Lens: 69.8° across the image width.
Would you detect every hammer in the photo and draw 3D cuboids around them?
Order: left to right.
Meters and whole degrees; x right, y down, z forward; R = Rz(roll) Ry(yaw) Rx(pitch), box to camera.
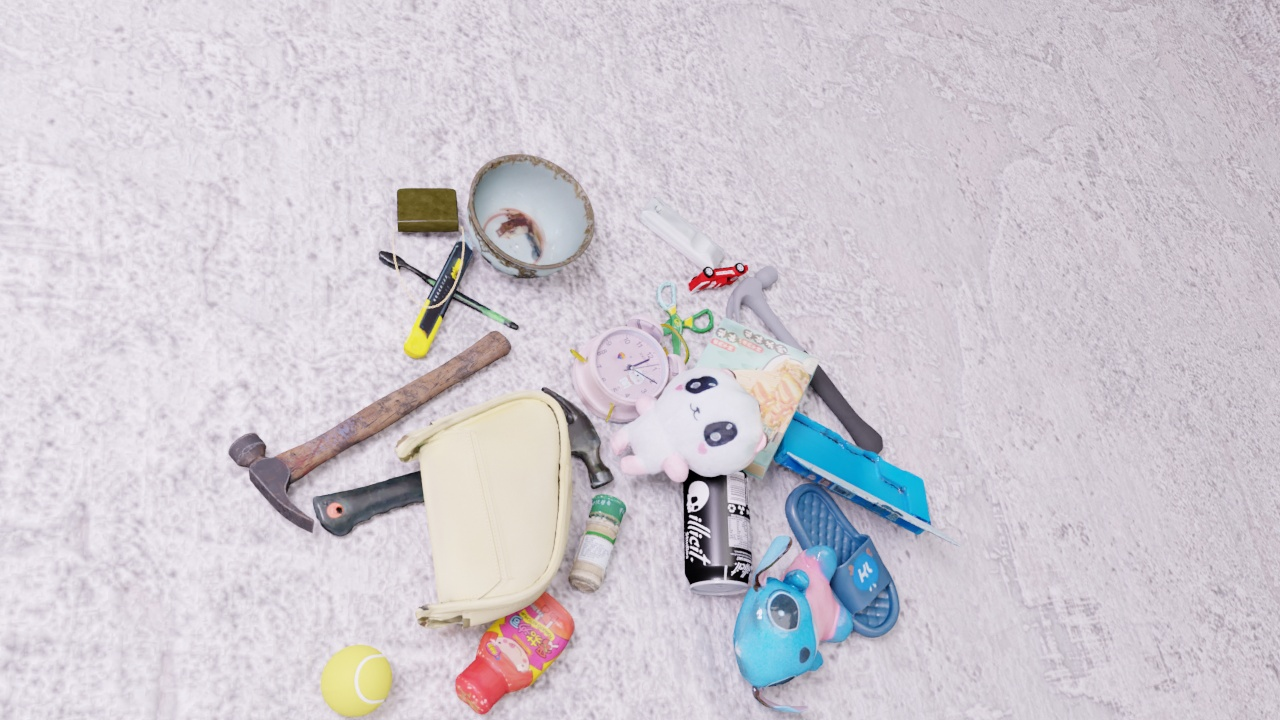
[{"bbox_3d":[-0.265,0.057,1.003,0.120,0.033,0.329,44,51,14],"label":"hammer"},{"bbox_3d":[-0.193,0.123,1.021,0.332,0.033,0.133,-16,77,-32],"label":"hammer"},{"bbox_3d":[0.236,0.011,1.300,0.124,0.030,0.311,-37,87,-36],"label":"hammer"}]

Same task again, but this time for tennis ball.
[{"bbox_3d":[-0.269,0.304,0.871,0.065,0.065,0.065,12,62,-23],"label":"tennis ball"}]

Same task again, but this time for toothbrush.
[{"bbox_3d":[-0.231,-0.083,1.111,0.188,0.017,0.014,29,60,-17],"label":"toothbrush"}]

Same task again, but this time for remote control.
[{"bbox_3d":[0.061,-0.180,1.301,0.133,0.022,0.050,37,55,-7],"label":"remote control"}]

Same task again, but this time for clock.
[{"bbox_3d":[-0.007,0.007,1.149,0.157,0.059,0.117,-26,81,-29],"label":"clock"}]

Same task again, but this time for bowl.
[{"bbox_3d":[-0.148,-0.165,1.140,0.159,0.094,0.159,11,62,-23],"label":"bowl"}]

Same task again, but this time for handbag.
[{"bbox_3d":[-0.251,-0.132,1.087,0.084,0.028,0.177,-2,56,-13],"label":"handbag"},{"bbox_3d":[-0.154,0.156,0.965,0.190,0.089,0.232,-6,68,-16],"label":"handbag"}]

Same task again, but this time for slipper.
[{"bbox_3d":[0.267,0.251,1.184,0.103,0.059,0.213,-24,77,-36],"label":"slipper"}]

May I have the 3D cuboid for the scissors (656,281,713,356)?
[{"bbox_3d":[0.044,-0.057,1.241,0.126,0.012,0.123,-26,79,-36],"label":"scissors"}]

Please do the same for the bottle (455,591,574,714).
[{"bbox_3d":[-0.132,0.304,0.952,0.071,0.049,0.133,40,55,14],"label":"bottle"}]

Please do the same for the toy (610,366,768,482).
[{"bbox_3d":[0.054,0.082,1.074,0.179,0.102,0.138,-19,63,-8],"label":"toy"}]

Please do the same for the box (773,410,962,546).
[{"bbox_3d":[0.287,0.167,1.207,0.243,0.060,0.175,27,20,-14],"label":"box"}]

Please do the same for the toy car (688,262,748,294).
[{"bbox_3d":[0.110,-0.116,1.287,0.089,0.038,0.025,-10,75,-31],"label":"toy car"}]

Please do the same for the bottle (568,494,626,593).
[{"bbox_3d":[-0.050,0.208,1.047,0.042,0.043,0.109,27,58,-14],"label":"bottle"}]

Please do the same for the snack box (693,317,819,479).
[{"bbox_3d":[0.132,0.046,1.192,0.141,0.044,0.193,25,55,12],"label":"snack box"}]

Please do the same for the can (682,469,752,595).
[{"bbox_3d":[0.092,0.201,1.101,0.080,0.080,0.145,12,62,-23],"label":"can"}]

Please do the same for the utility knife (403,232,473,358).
[{"bbox_3d":[-0.235,-0.080,1.087,0.028,0.020,0.174,28,63,-18],"label":"utility knife"}]

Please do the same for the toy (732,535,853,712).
[{"bbox_3d":[0.178,0.292,1.077,0.190,0.099,0.224,-21,110,-46],"label":"toy"}]
